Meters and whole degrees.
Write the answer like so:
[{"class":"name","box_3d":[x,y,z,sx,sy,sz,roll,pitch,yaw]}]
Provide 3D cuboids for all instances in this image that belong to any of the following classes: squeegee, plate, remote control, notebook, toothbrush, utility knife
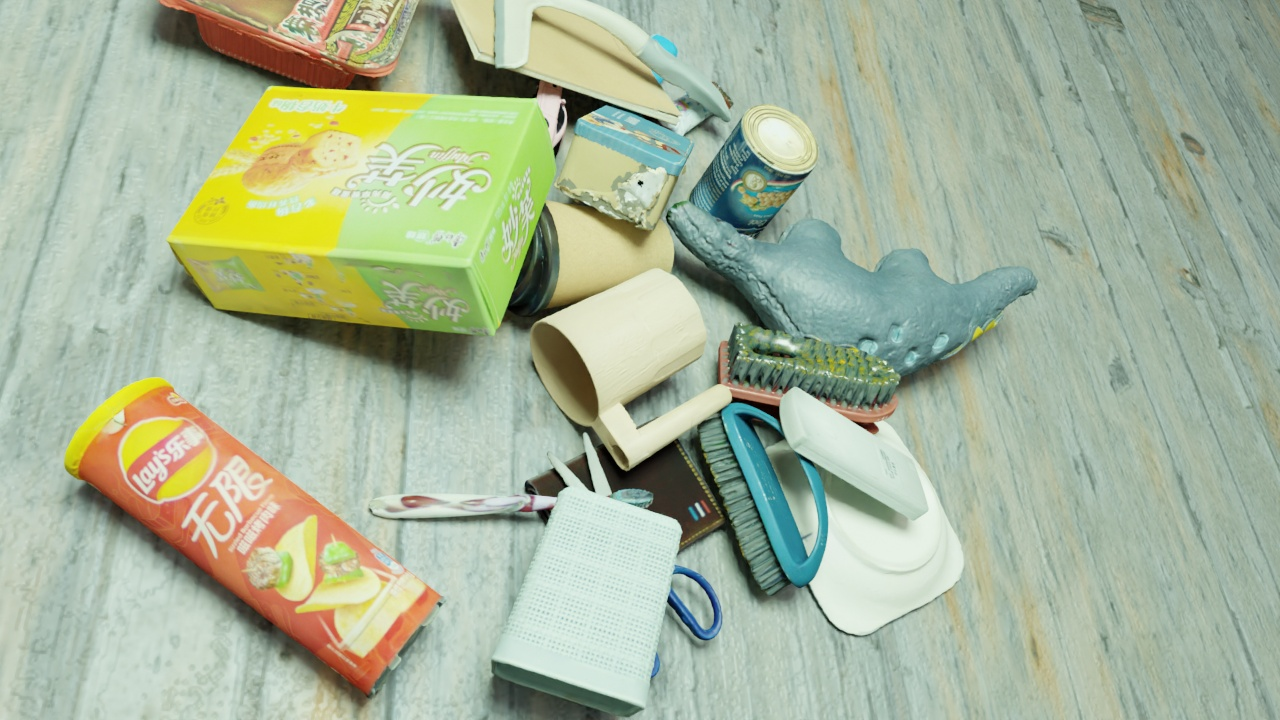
[{"class":"squeegee","box_3d":[-0.010,-0.276,0.806,0.246,0.039,0.246,21,38,-27]},{"class":"plate","box_3d":[0.183,0.119,0.728,0.163,0.034,0.164,-17,70,-32]},{"class":"remote control","box_3d":[0.159,0.070,0.684,0.135,0.019,0.056,30,34,-24]},{"class":"notebook","box_3d":[-0.071,-0.281,0.799,0.211,0.012,0.149,5,48,-41]},{"class":"toothbrush","box_3d":[-0.083,0.094,0.608,0.187,0.017,0.016,1,67,-11]},{"class":"utility knife","box_3d":[-0.003,-0.256,0.872,0.034,0.018,0.165,21,55,4]}]

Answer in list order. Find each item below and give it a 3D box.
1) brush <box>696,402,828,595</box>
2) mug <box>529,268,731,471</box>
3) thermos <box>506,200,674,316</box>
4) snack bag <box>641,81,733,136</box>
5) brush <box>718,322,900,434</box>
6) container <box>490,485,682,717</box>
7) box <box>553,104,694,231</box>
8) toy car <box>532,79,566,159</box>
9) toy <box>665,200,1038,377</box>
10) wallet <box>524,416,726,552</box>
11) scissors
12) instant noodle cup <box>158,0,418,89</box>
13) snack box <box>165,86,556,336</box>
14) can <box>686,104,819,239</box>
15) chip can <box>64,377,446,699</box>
[{"class":"brush","box_3d":[0.095,0.095,0.671,0.055,0.074,0.143,23,43,-61]},{"class":"mug","box_3d":[-0.004,0.004,0.668,0.103,0.084,0.124,-30,76,-28]},{"class":"thermos","box_3d":[-0.048,-0.082,0.710,0.143,0.093,0.093,-5,64,-37]},{"class":"snack bag","box_3d":[0.045,-0.238,0.877,0.045,0.026,0.105,50,54,-2]},{"class":"brush","box_3d":[0.132,0.022,0.726,0.146,0.069,0.063,12,36,-4]},{"class":"container","box_3d":[-0.031,0.146,0.560,0.090,0.090,0.111,18,64,-1]},{"class":"box","box_3d":[-0.008,-0.160,0.741,0.090,0.059,0.184,23,23,-4]},{"class":"toy car","box_3d":[-0.081,-0.206,0.782,0.037,0.056,0.122,14,57,-13]},{"class":"toy","box_3d":[0.184,-0.052,0.785,0.356,0.091,0.137,11,77,-15]},{"class":"wallet","box_3d":[-0.009,0.103,0.658,0.122,0.020,0.096,-25,74,-31]},{"class":"scissors","box_3d":[-0.016,0.135,0.623,0.169,0.012,0.146,31,61,-4]},{"class":"instant noodle cup","box_3d":[-0.275,-0.293,0.728,0.188,0.079,0.164,19,55,-16]},{"class":"snack box","box_3d":[-0.178,-0.106,0.616,0.210,0.070,0.157,6,55,12]},{"class":"can","box_3d":[0.097,-0.160,0.802,0.075,0.111,0.075,12,58,-19]},{"class":"chip can","box_3d":[-0.217,0.101,0.529,0.216,0.073,0.073,37,53,-2]}]
